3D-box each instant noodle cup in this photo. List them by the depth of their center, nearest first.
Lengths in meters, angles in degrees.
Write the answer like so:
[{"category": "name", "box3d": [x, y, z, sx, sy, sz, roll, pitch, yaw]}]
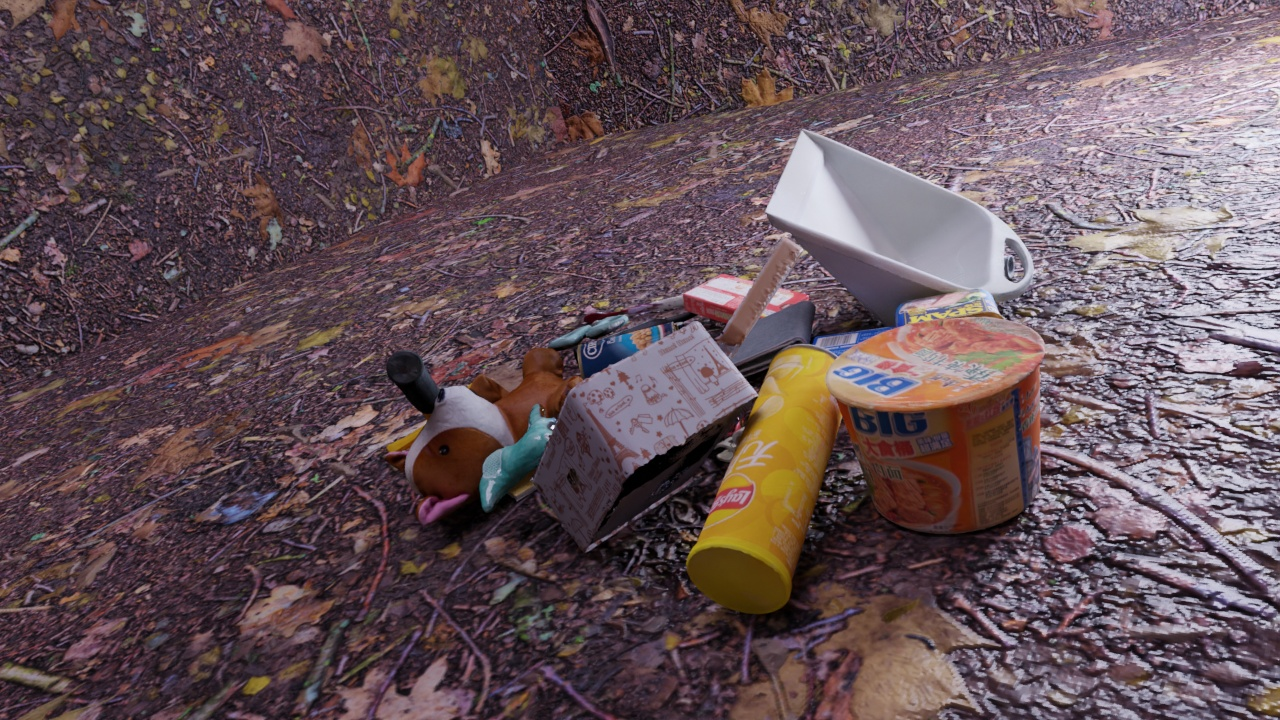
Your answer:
[{"category": "instant noodle cup", "box3d": [0.221, 0.048, 0.670, 0.151, 0.111, 0.151, -15, 20, 5]}]

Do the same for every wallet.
[{"category": "wallet", "box3d": [0.141, -0.019, 1.012, 0.107, 0.037, 0.129, -23, 15, 21]}]

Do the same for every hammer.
[{"category": "hammer", "box3d": [-0.214, 0.041, 0.922, 0.128, 0.033, 0.301, -42, -7, -13]}]

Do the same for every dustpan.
[{"category": "dustpan", "box3d": [0.291, -0.153, 0.997, 0.143, 0.258, 0.222, -33, 19, 38]}]

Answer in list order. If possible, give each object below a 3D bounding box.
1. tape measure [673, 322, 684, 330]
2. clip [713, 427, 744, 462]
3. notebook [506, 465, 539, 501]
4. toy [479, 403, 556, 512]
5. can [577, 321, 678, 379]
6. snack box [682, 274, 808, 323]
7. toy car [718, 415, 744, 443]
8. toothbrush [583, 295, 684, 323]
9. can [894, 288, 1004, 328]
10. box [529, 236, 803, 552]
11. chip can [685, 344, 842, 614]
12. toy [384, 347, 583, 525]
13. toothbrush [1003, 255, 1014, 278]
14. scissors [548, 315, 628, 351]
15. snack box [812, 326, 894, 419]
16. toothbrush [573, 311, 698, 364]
[{"category": "tape measure", "box3d": [0.026, -0.021, 1.100, 0.066, 0.033, 0.065, -18, 7, 20]}, {"category": "clip", "box3d": [0.101, 0.086, 0.792, 0.035, 0.096, 0.101, -28, -19, -25]}, {"category": "notebook", "box3d": [-0.116, 0.085, 0.987, 0.145, 0.010, 0.206, -27, 22, -26]}, {"category": "toy", "box3d": [-0.103, 0.079, 0.797, 0.092, 0.030, 0.096, -35, 31, 15]}, {"category": "can", "box3d": [-0.006, 0.006, 1.014, 0.111, 0.075, 0.075, -14, 20, 6]}, {"category": "snack box", "box3d": [0.131, -0.072, 1.151, 0.075, 0.025, 0.153, -29, 31, -31]}, {"category": "toy car", "box3d": [0.078, 0.051, 0.895, 0.049, 0.031, 0.106, -13, 22, 14]}, {"category": "toothbrush", "box3d": [0.006, -0.075, 1.304, 0.188, 0.016, 0.017, -10, 11, 20]}, {"category": "can", "box3d": [0.298, -0.028, 0.890, 0.102, 0.057, 0.083, -10, 19, 17]}, {"category": "box", "box3d": [0.040, 0.025, 0.757, 0.260, 0.102, 0.179, -30, -18, -31]}, {"category": "chip can", "box3d": [0.101, 0.079, 0.674, 0.072, 0.072, 0.212, -4, 38, 31]}, {"category": "toy", "box3d": [-0.143, 0.069, 0.877, 0.199, 0.130, 0.140, -31, 30, -11]}, {"category": "toothbrush", "box3d": [0.335, -0.108, 1.110, 0.221, 0.026, 0.026, 2, 69, 40]}, {"category": "scissors", "box3d": [-0.081, -0.035, 1.235, 0.129, 0.019, 0.185, -21, 5, -8]}, {"category": "snack box", "box3d": [0.203, 0.013, 0.900, 0.085, 0.026, 0.156, -8, 22, 24]}, {"category": "toothbrush", "box3d": [0.014, -0.041, 1.191, 0.212, 0.026, 0.027, -22, 33, -15]}]
